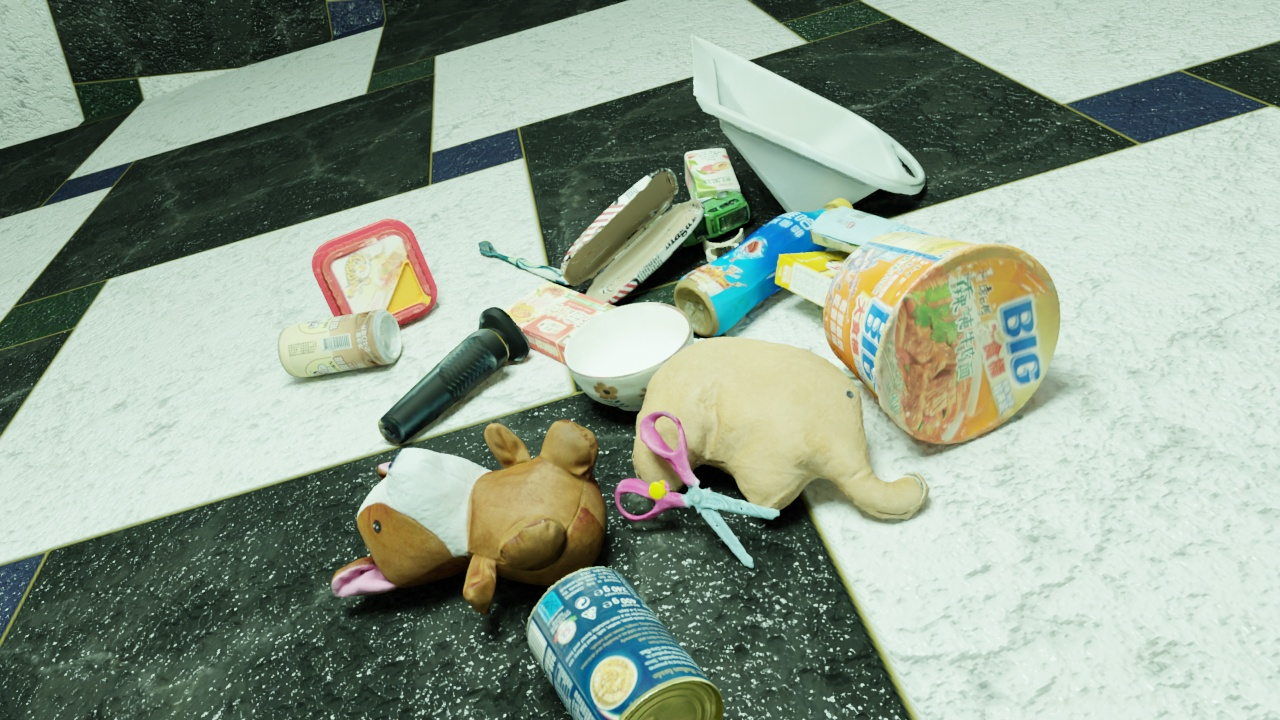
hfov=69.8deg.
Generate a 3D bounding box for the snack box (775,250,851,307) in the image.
[{"bbox_3d":[0.198,-0.065,0.824,0.086,0.034,0.140,-7,24,-31],"label":"snack box"}]

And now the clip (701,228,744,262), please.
[{"bbox_3d":[0.090,-0.111,0.966,0.072,0.035,0.100,-11,25,8],"label":"clip"}]

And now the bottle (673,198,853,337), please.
[{"bbox_3d":[0.130,-0.100,0.901,0.218,0.065,0.065,-33,37,-26],"label":"bottle"}]

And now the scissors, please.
[{"bbox_3d":[0.038,0.087,0.650,0.134,0.113,0.017,6,3,33],"label":"scissors"}]

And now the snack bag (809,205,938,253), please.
[{"bbox_3d":[0.258,-0.098,0.837,0.191,0.039,0.110,23,18,28],"label":"snack bag"}]

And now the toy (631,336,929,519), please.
[{"bbox_3d":[0.101,0.049,0.682,0.226,0.082,0.143,7,69,29],"label":"toy"}]

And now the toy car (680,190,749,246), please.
[{"bbox_3d":[0.079,-0.157,1.024,0.091,0.043,0.036,-24,34,-11],"label":"toy car"}]

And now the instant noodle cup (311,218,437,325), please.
[{"bbox_3d":[-0.307,-0.100,1.049,0.116,0.116,0.124,-25,23,-15],"label":"instant noodle cup"}]

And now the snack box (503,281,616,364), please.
[{"bbox_3d":[-0.072,-0.035,0.924,0.075,0.025,0.153,-36,38,-28],"label":"snack box"}]

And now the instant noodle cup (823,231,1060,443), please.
[{"bbox_3d":[0.217,-0.027,0.694,0.151,0.151,0.111,-22,26,-9],"label":"instant noodle cup"}]

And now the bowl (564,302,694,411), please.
[{"bbox_3d":[-0.005,0.005,0.805,0.113,0.062,0.113,-11,32,7],"label":"bowl"}]

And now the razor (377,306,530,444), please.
[{"bbox_3d":[-0.180,0.018,0.877,0.167,0.062,0.068,-44,12,-28],"label":"razor"}]

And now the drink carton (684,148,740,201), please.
[{"bbox_3d":[0.085,-0.209,1.095,0.053,0.046,0.122,-5,35,-2],"label":"drink carton"}]

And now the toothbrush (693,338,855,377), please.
[{"bbox_3d":[0.104,-0.006,0.816,0.190,0.020,0.029,10,71,32],"label":"toothbrush"}]

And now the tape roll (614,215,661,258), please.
[{"bbox_3d":[0.004,-0.141,1.059,0.086,0.014,0.085,-11,34,8],"label":"tape roll"}]

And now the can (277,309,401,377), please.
[{"bbox_3d":[-0.317,-0.017,0.970,0.116,0.058,0.058,-9,34,11],"label":"can"}]

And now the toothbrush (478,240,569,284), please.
[{"bbox_3d":[-0.136,-0.116,1.076,0.016,0.018,0.192,-36,38,-28],"label":"toothbrush"}]

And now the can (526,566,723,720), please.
[{"bbox_3d":[-0.013,0.181,0.538,0.075,0.075,0.111,-28,35,-17],"label":"can"}]

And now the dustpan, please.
[{"bbox_3d":[0.187,-0.263,1.003,0.143,0.258,0.222,-31,28,21],"label":"dustpan"}]

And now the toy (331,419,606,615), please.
[{"bbox_3d":[-0.127,0.110,0.661,0.200,0.130,0.139,-8,39,28],"label":"toy"}]

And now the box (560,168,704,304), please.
[{"bbox_3d":[-0.001,-0.121,0.969,0.088,0.076,0.162,42,81,21],"label":"box"}]
